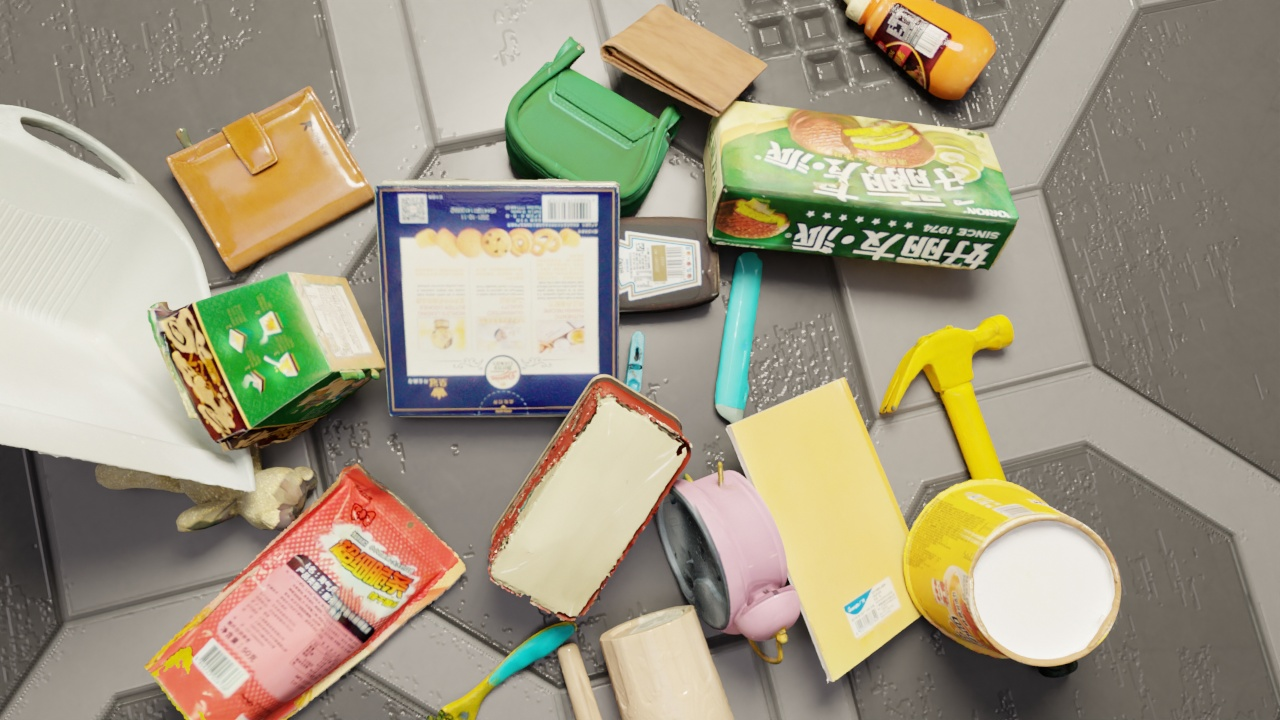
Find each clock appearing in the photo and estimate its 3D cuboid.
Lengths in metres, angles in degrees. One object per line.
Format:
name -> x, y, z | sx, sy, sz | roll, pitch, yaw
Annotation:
clock -> 0.069, 0.159, 0.704 | 0.059, 0.117, 0.158 | -18, 84, -19

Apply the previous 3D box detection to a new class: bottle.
bottle -> 0.235, -0.292, 0.805 | 0.149, 0.067, 0.066 | 37, 81, 7
bottle -> -0.034, -0.077, 0.757 | 0.195, 0.044, 0.080 | -3, 88, -5

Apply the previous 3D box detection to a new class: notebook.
notebook -> 0.158, 0.127, 0.734 | 0.145, 0.010, 0.206 | -19, 85, -38

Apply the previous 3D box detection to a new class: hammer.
hammer -> 0.298, 0.116, 0.773 | 0.128, 0.033, 0.300 | -19, 85, -7

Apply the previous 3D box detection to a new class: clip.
clip -> -0.005, 0.004, 0.762 | 0.014, 0.047, 0.057 | 9, 80, -4

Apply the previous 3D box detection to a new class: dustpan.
dustpan -> -0.373, -0.055, 0.626 | 0.258, 0.222, 0.142 | 34, 90, 29

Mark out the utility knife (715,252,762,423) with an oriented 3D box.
utility knife -> 0.084, -0.019, 0.778 | 0.029, 0.013, 0.151 | 11, 80, -7

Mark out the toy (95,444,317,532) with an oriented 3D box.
toy -> -0.332, 0.092, 0.702 | 0.157, 0.066, 0.104 | 14, 39, 0

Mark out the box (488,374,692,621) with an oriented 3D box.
box -> -0.041, 0.104, 0.688 | 0.091, 0.080, 0.168 | 32, 98, -12

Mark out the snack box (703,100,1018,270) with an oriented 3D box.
snack box -> 0.175, -0.143, 0.754 | 0.240, 0.063, 0.114 | 6, 50, -5

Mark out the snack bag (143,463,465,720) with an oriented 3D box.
snack bag -> -0.248, 0.187, 0.688 | 0.207, 0.073, 0.128 | -43, 115, -12

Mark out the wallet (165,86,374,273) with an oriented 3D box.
wallet -> -0.302, -0.153, 0.747 | 0.130, 0.035, 0.119 | -31, 93, -9

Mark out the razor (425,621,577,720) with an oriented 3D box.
razor -> -0.103, 0.247, 0.717 | 0.132, 0.028, 0.043 | -40, 112, -6

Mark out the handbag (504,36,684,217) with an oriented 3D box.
handbag -> -0.041, -0.189, 0.757 | 0.131, 0.068, 0.120 | 29, 80, -2

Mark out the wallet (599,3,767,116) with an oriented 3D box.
wallet -> 0.038, -0.252, 0.765 | 0.115, 0.020, 0.101 | 32, 48, 8

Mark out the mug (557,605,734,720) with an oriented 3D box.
mug -> 0.003, 0.257, 0.709 | 0.125, 0.084, 0.103 | -20, 83, 18

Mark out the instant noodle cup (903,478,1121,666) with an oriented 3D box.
instant noodle cup -> 0.284, 0.163, 0.694 | 0.138, 0.110, 0.138 | 0, 88, 0

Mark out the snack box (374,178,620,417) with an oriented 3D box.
snack box -> -0.106, -0.048, 0.712 | 0.178, 0.045, 0.183 | 0, 105, -3

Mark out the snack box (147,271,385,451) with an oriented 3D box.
snack box -> -0.262, -0.009, 0.674 | 0.106, 0.118, 0.117 | -26, 87, 11
